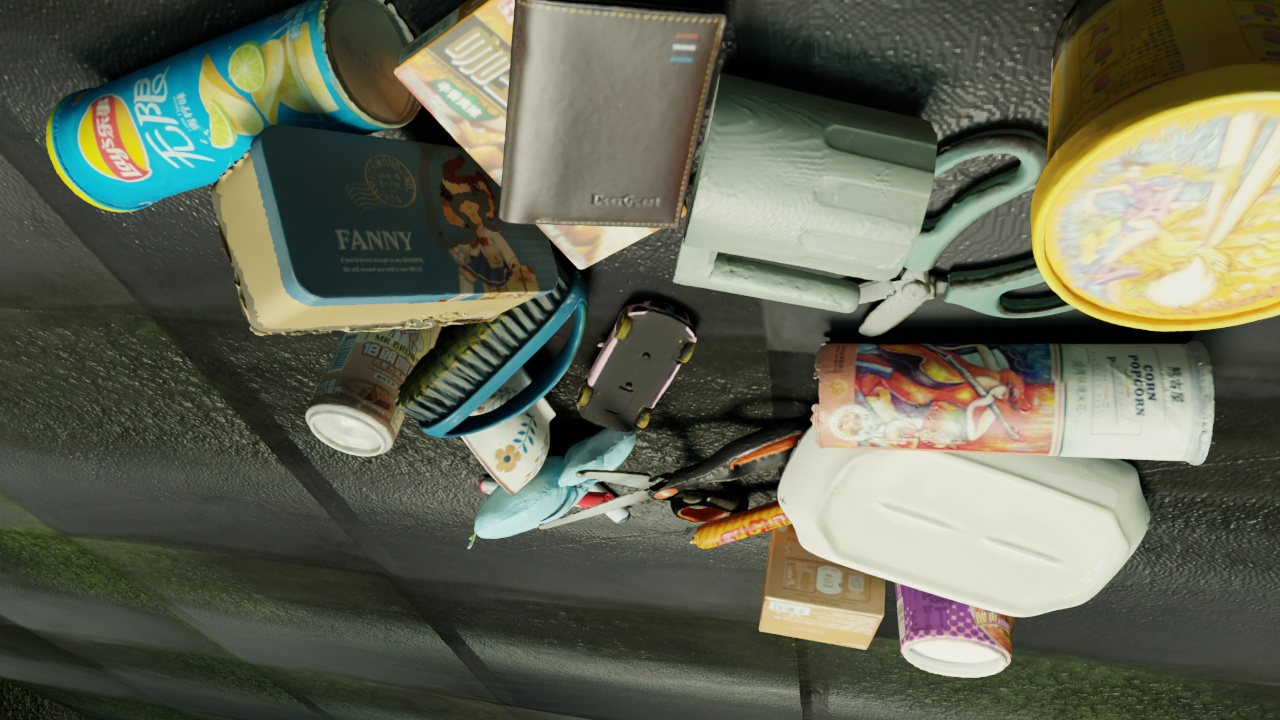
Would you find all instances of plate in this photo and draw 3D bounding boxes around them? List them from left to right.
[{"bbox_3d":[0.232,0.114,0.653,0.265,0.034,0.162,20,121,-7],"label":"plate"}]

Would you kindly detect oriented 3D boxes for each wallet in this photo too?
[{"bbox_3d":[-0.017,-0.117,0.446,0.096,0.020,0.123,3,135,-10],"label":"wallet"}]

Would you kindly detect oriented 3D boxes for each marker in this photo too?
[{"bbox_3d":[-0.087,0.118,0.815,0.145,0.017,0.017,2,145,35],"label":"marker"},{"bbox_3d":[-0.052,0.108,0.810,0.023,0.018,0.130,-6,141,40],"label":"marker"}]

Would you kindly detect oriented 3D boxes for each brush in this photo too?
[{"bbox_3d":[-0.086,-0.003,0.589,0.144,0.055,0.073,-44,119,6],"label":"brush"}]

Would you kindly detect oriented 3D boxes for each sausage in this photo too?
[{"bbox_3d":[0.113,0.124,0.745,0.165,0.021,0.021,-22,133,22],"label":"sausage"}]

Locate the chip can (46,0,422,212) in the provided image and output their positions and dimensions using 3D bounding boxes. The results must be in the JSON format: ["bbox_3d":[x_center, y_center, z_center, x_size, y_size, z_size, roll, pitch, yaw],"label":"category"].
[{"bbox_3d":[-0.219,-0.133,0.488,0.211,0.071,0.071,-7,140,27],"label":"chip can"}]

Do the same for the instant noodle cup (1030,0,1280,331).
[{"bbox_3d":[0.215,-0.091,0.361,0.118,0.114,0.119,9,145,6],"label":"instant noodle cup"}]

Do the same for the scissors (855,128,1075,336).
[{"bbox_3d":[0.191,-0.049,0.510,0.172,0.019,0.177,19,143,-9],"label":"scissors"}]

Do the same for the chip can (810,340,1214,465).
[{"bbox_3d":[0.216,0.023,0.557,0.215,0.071,0.071,0,143,19],"label":"chip can"}]

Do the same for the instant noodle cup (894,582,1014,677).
[{"bbox_3d":[0.262,0.202,0.764,0.111,0.099,0.112,8,144,6],"label":"instant noodle cup"}]

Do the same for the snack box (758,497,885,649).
[{"bbox_3d":[0.153,0.178,0.769,0.093,0.094,0.077,7,145,9],"label":"snack box"}]

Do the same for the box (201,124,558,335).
[{"bbox_3d":[-0.129,-0.063,0.470,0.062,0.089,0.183,-22,174,36],"label":"box"}]

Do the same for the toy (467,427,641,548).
[{"bbox_3d":[-0.072,0.101,0.726,0.050,0.156,0.161,60,168,3],"label":"toy"}]

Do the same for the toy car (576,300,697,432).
[{"bbox_3d":[-0.004,0.004,0.636,0.056,0.037,0.123,20,132,-13],"label":"toy car"}]

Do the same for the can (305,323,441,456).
[{"bbox_3d":[-0.177,0.003,0.622,0.058,0.116,0.059,9,144,7],"label":"can"}]

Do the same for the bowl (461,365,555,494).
[{"bbox_3d":[-0.102,0.035,0.672,0.062,0.113,0.113,-37,135,-6],"label":"bowl"}]

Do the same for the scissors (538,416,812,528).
[{"bbox_3d":[0.038,0.095,0.693,0.221,0.021,0.233,-27,153,21],"label":"scissors"}]

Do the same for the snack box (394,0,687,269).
[{"bbox_3d":[-0.046,-0.117,0.476,0.075,0.026,0.154,-25,131,23],"label":"snack box"}]

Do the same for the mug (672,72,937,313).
[{"bbox_3d":[0.076,-0.074,0.458,0.103,0.083,0.124,11,142,0],"label":"mug"}]
